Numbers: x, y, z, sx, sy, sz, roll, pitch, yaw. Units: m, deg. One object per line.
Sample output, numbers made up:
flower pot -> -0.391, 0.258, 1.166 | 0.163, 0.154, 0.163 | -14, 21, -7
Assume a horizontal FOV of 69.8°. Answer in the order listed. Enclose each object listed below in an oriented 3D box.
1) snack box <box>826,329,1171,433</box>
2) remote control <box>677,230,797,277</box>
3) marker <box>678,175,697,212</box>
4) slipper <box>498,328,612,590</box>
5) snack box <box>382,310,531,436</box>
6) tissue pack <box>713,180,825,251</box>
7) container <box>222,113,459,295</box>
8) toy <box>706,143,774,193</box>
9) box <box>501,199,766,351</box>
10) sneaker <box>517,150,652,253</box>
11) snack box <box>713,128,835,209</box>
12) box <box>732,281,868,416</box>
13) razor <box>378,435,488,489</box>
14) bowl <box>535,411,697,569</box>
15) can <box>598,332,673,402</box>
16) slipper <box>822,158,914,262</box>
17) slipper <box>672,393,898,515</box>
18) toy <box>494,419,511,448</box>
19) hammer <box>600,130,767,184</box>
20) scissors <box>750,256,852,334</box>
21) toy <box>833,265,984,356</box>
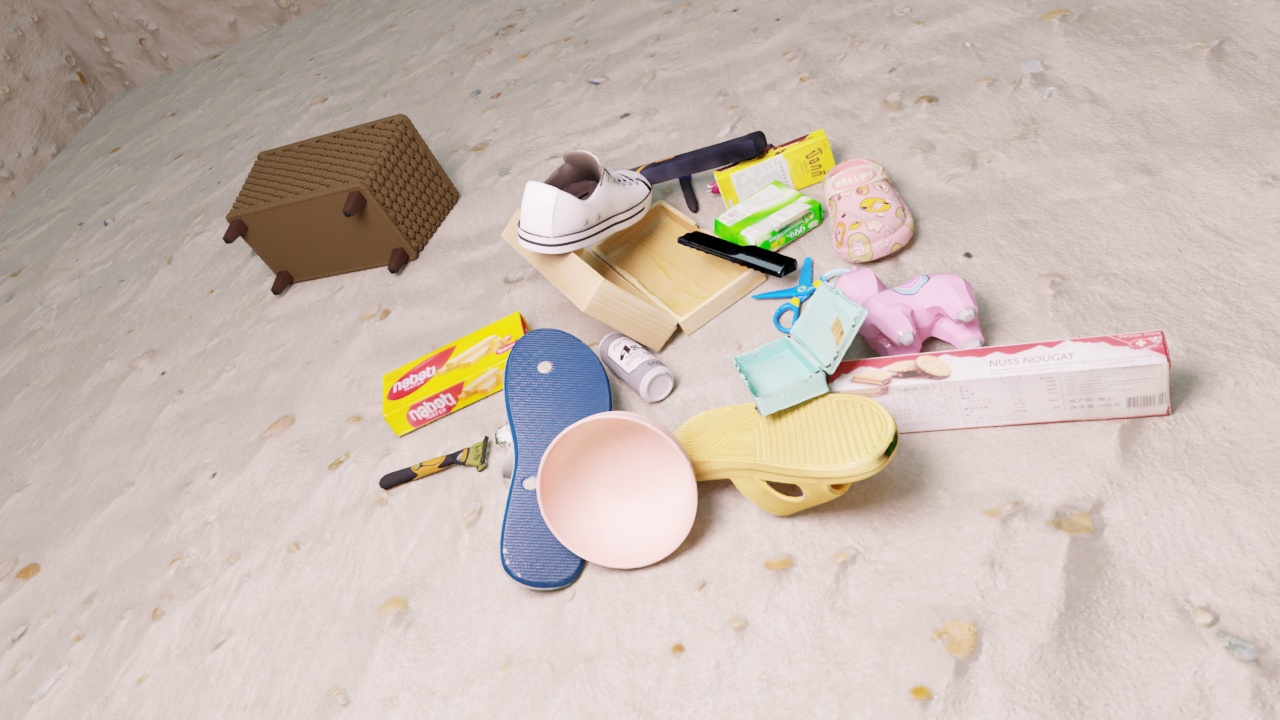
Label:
snack box -> 0.306, 0.023, 0.804 | 0.273, 0.077, 0.044 | -7, 48, 25
remote control -> 0.112, -0.128, 1.067 | 0.140, 0.021, 0.045 | 22, 29, 29
marker -> 0.066, -0.243, 1.286 | 0.018, 0.015, 0.133 | 0, 39, -9
slipper -> -0.090, 0.099, 0.953 | 0.118, 0.060, 0.294 | 2, 58, -1
snack box -> -0.228, 0.016, 1.154 | 0.201, 0.042, 0.092 | -25, 38, 4
tissue pack -> 0.158, -0.174, 1.133 | 0.114, 0.034, 0.099 | -31, 39, -12
container -> -0.498, -0.240, 1.497 | 0.322, 0.176, 0.204 | -7, 47, 25
toy -> 0.138, -0.248, 1.230 | 0.102, 0.050, 0.065 | -36, 3, -4
box -> -0.014, -0.113, 1.133 | 0.252, 0.119, 0.247 | -14, 34, -24
sneaker -> -0.064, -0.208, 1.098 | 0.091, 0.097, 0.244 | 20, 30, 25
snack box -> 0.174, -0.242, 1.183 | 0.149, 0.061, 0.025 | -20, 38, 10
box -> 0.154, -0.013, 0.891 | 0.138, 0.055, 0.187 | -37, 10, 8
razor -> -0.241, 0.124, 1.063 | 0.144, 0.021, 0.044 | -19, 40, 15
bowl -> -0.017, 0.110, 0.860 | 0.153, 0.153, 0.076 | -16, 15, 15
can -> -0.006, 0.006, 1.031 | 0.044, 0.044, 0.106 | -37, 39, -11
slipper -> 0.257, -0.194, 1.067 | 0.093, 0.081, 0.196 | -15, 38, 14
slipper -> 0.130, 0.089, 0.838 | 0.264, 0.078, 0.099 | -7, 38, 50
toy -> -0.104, 0.067, 1.028 | 0.109, 0.041, 0.095 | -1, 44, 11
hammer -> 0.030, -0.258, 1.243 | 0.313, 0.035, 0.139 | -8, 25, 37
scissors -> 0.184, -0.077, 1.034 | 0.127, 0.013, 0.125 | -4, 46, 21
toy -> 0.263, -0.053, 0.920 | 0.123, 0.067, 0.157 | -24, 35, 3
